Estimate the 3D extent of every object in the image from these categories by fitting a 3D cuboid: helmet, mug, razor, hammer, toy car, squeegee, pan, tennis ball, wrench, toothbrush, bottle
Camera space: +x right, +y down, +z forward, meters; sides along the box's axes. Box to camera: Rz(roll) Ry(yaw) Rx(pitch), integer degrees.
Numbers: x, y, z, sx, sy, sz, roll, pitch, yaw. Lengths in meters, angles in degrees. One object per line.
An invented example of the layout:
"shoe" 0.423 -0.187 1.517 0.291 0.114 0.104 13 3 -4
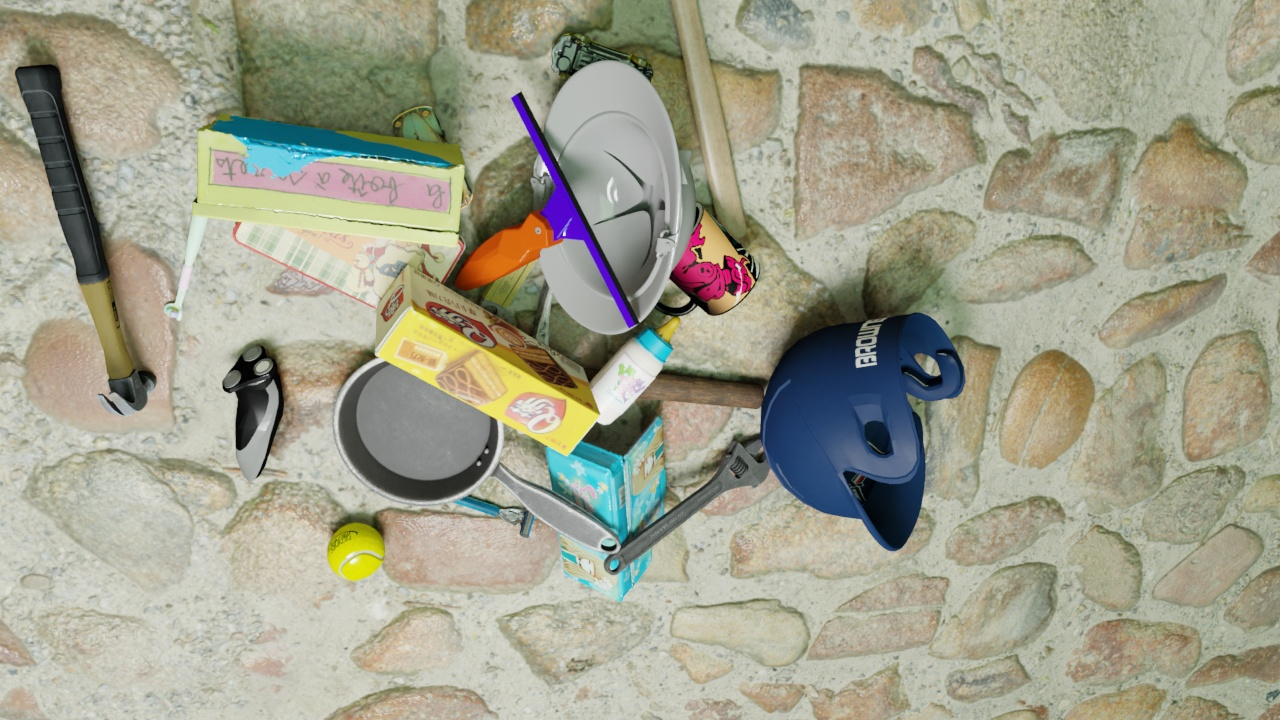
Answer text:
"helmet" 0.255 0.089 1.067 0.224 0.231 0.272 -20 101 38
"mug" 0.056 -0.099 1.012 0.118 0.081 0.098 -41 118 17
"razor" -0.415 0.063 0.990 0.060 0.057 0.156 -18 131 -37
"hammer" 0.015 -0.006 1.071 0.300 0.037 0.218 6 113 -17
"toy car" -0.207 -0.195 0.917 0.047 0.047 0.112 -22 118 1
"squeegee" -0.130 -0.113 0.933 0.185 0.055 0.249 -24 94 40
"toy car" -0.039 -0.293 0.921 0.107 0.030 0.049 19 111 -13
"pan" -0.174 0.119 1.036 0.357 0.055 0.187 31 107 -12
"tennis ball" -0.334 0.225 1.078 0.065 0.065 0.065 -5 116 -11
"hammer" -0.519 -0.102 0.861 0.025 0.118 0.333 -9 112 -12
"hammer" 0.066 -0.276 0.957 0.119 0.030 0.331 -19 117 -4
"wrench" 0.064 0.177 1.122 0.272 0.018 0.073 -33 116 -25
"wrench" -0.098 -0.151 0.981 0.083 0.018 0.274 26 106 -28
"razor" -0.197 0.176 1.115 0.144 0.022 0.042 21 71 -18
"toothbrush" -0.449 -0.111 0.917 0.022 0.015 0.155 28 109 9
"helmet" -0.005 -0.165 0.920 0.117 0.183 0.272 -27 137 -46
"bottle" -0.006 0.006 1.020 0.051 0.051 0.146 38 100 -26

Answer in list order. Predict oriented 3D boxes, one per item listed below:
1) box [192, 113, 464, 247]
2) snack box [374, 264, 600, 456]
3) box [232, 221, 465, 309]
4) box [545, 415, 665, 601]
"box" -0.273 -0.162 0.823 0.220 0.124 0.081 2 111 -16
"snack box" -0.156 0.002 0.941 0.230 0.110 0.062 32 106 -27
"box" -0.292 -0.126 0.931 0.205 0.049 0.118 29 104 -23
"box" -0.034 0.170 1.126 0.121 0.098 0.227 -44 142 -41
